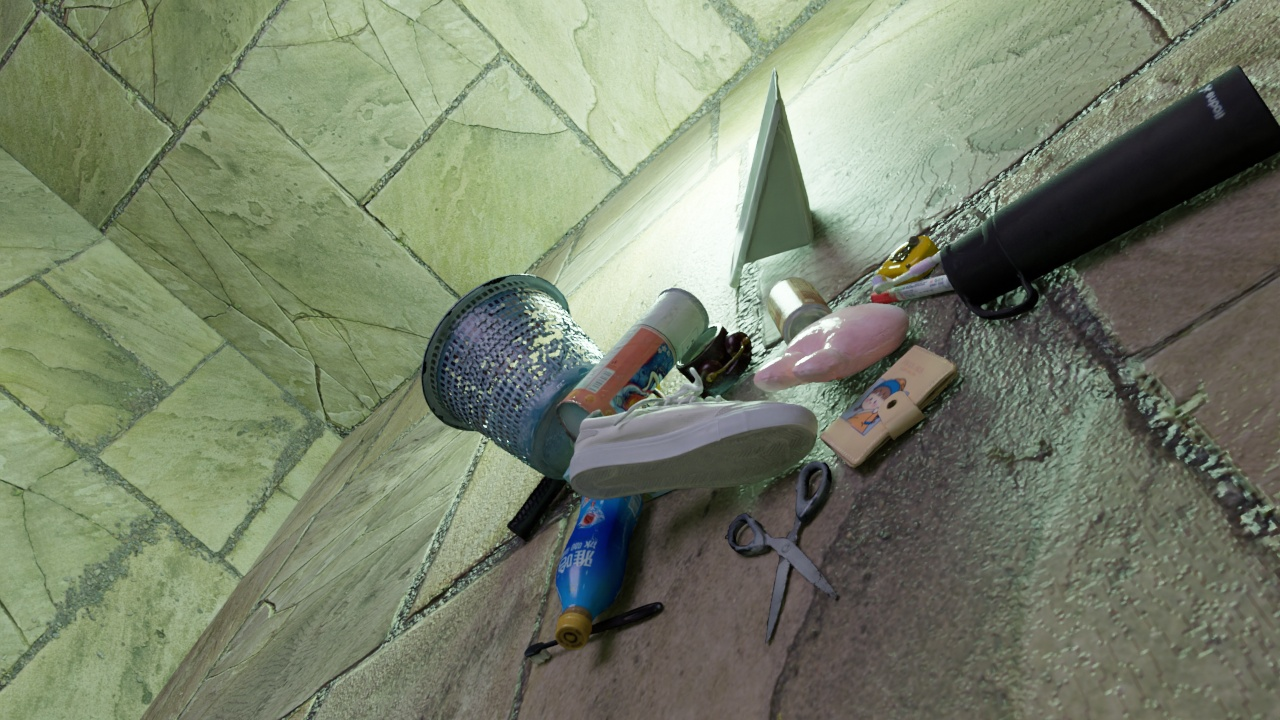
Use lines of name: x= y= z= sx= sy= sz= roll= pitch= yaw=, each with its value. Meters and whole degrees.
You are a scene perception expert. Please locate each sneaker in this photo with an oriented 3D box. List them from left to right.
sneaker: x=0.047 y=0.064 z=0.858 sx=0.243 sy=0.089 sz=0.090 roll=-13 pitch=50 yaw=22

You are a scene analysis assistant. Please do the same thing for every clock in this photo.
clock: x=0.090 y=0.000 z=1.077 sx=0.082 sy=0.055 sz=0.122 roll=-47 pitch=13 yaw=-10

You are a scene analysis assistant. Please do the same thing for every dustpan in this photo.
dustpan: x=0.155 y=-0.238 z=1.273 sx=0.143 sy=0.258 sz=0.222 roll=-15 pitch=25 yaw=15

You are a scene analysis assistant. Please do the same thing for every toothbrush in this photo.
toothbrush: x=-0.045 y=0.255 z=0.857 sx=0.182 sy=0.018 sz=0.015 roll=-31 pitch=10 yaw=34
toothbrush: x=0.304 y=-0.114 z=0.861 sx=0.190 sy=0.020 sz=0.029 roll=-30 pitch=7 yaw=24

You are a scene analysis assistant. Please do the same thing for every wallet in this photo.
wallet: x=0.205 y=0.039 z=0.756 sx=0.115 sy=0.024 sz=0.087 roll=-43 pitch=11 yaw=3

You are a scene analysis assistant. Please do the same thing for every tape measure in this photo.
tape measure: x=0.271 y=-0.102 z=0.927 sx=0.057 sy=0.029 sz=0.060 roll=-49 pitch=16 yaw=-15

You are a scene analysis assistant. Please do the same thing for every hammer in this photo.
hammer: x=-0.076 y=0.108 z=1.229 sx=0.129 sy=0.033 sz=0.300 roll=16 pitch=65 yaw=53

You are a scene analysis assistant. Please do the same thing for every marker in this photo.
marker: x=0.272 y=-0.069 z=0.866 sx=0.017 sy=0.017 sz=0.145 roll=-51 pitch=17 yaw=-21

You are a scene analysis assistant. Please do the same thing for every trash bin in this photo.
trash bin: x=-0.122 y=0.036 z=1.124 sx=0.226 sy=0.226 sz=0.195 roll=-47 pitch=52 yaw=-8

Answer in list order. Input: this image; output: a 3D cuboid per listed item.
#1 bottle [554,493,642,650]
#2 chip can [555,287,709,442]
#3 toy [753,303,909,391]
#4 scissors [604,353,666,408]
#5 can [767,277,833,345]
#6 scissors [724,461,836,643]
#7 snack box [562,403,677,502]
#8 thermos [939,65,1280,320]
bottle: x=-0.044 y=0.195 z=0.897 sx=0.065 sy=0.065 sz=0.218 roll=-38 pitch=16 yaw=25
chip can: x=-0.006 y=0.006 z=1.024 sx=0.071 sy=0.071 sz=0.214 roll=-24 pitch=19 yaw=52
toy: x=0.173 y=-0.009 z=0.837 sx=0.159 sy=0.054 sz=0.122 roll=-28 pitch=9 yaw=-39
scissors: x=-0.017 y=0.046 z=1.189 sx=0.189 sy=0.015 sz=0.226 roll=-1 pitch=53 yaw=45
can: x=0.173 y=-0.048 z=0.986 sx=0.058 sy=0.058 sz=0.116 roll=-41 pitch=16 yaw=13
scissors: x=0.113 y=0.147 z=0.728 sx=0.160 sy=0.014 sz=0.180 roll=-23 pitch=28 yaw=53
snack box: x=-0.001 y=0.109 z=0.997 sx=0.175 sy=0.074 sz=0.051 roll=-31 pitch=20 yaw=42
thermos: x=0.355 y=-0.114 z=0.703 sx=0.243 sy=0.068 sz=0.089 roll=-35 pitch=52 yaw=37
